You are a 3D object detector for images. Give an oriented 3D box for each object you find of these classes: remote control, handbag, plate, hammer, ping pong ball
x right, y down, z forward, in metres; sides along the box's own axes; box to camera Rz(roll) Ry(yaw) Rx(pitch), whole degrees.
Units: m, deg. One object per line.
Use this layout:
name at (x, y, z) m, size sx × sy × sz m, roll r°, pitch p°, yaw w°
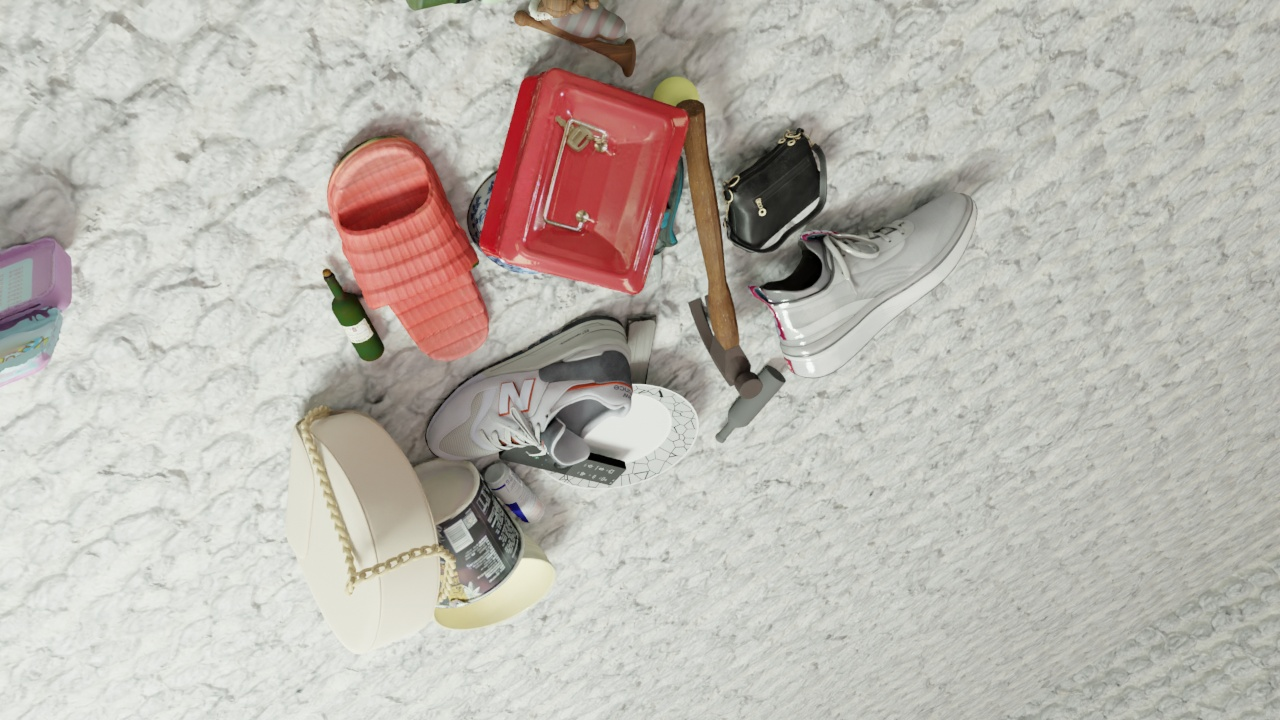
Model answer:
remote control at (-0.086, 0.113, 1.033) m, size 0.150 × 0.013 × 0.035 m, roll 18°, pitch 129°, yaw -31°
handbag at (-0.275, 0.167, 0.875) m, size 0.103 × 0.208 × 0.211 m, roll -15°, pitch 138°, yaw -39°
handbag at (0.127, -0.162, 0.869) m, size 0.128 × 0.054 × 0.079 m, roll -41°, pitch 134°, yaw -16°
plate at (-0.028, 0.084, 1.043) m, size 0.188 × 0.016 × 0.189 m, roll -8°, pitch 138°, yaw -7°
remote control at (-0.006, 0.006, 1.000) m, size 0.033 × 0.013 × 0.137 m, roll -8°, pitch 132°, yaw -18°
hammer at (0.068, -0.098, 0.866) m, size 0.033 × 0.115 × 0.323 m, roll -22°, pitch 136°, yaw -7°
ping pong ball at (0.031, -0.223, 0.787) m, size 0.040 × 0.040 × 0.040 m, roll -14°, pitch 135°, yaw -15°

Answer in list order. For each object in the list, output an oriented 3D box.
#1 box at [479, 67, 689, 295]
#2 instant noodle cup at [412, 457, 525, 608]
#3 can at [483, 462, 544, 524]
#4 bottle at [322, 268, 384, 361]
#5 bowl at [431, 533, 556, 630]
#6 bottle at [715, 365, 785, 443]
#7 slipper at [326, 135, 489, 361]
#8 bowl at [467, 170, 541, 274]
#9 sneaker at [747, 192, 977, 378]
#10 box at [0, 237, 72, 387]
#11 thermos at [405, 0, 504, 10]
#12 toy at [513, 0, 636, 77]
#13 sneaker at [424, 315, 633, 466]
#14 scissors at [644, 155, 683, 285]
box at (-0.051, -0.144, 0.751) m, size 0.134 × 0.110 × 0.157 m, roll 14°, pitch 98°, yaw -23°
instant noodle cup at (-0.205, 0.176, 0.983) m, size 0.137 × 0.137 × 0.112 m, roll -21°, pitch 127°, yaw -8°
can at (-0.145, 0.153, 1.054) m, size 0.032 × 0.032 × 0.095 m, roll -30°, pitch 136°, yaw 2°
bottle at (-0.260, -0.041, 0.822) m, size 0.025 × 0.025 × 0.106 m, roll -22°, pitch 136°, yaw -7°
bowl at (-0.183, 0.248, 1.087) m, size 0.150 × 0.075 × 0.151 m, roll -17°, pitch 142°, yaw -14°
bottle at (0.128, 0.057, 1.102) m, size 0.030 × 0.030 × 0.113 m, roll 19°, pitch 120°, yaw -38°
slipper at (-0.193, -0.078, 0.798) m, size 0.103 × 0.059 × 0.249 m, roll -22°, pitch 137°, yaw -7°
bowl at (-0.093, -0.118, 0.818) m, size 0.114 × 0.045 × 0.114 m, roll -14°, pitch 135°, yaw -15°
sneaker at (0.233, -0.107, 0.969) m, size 0.263 × 0.096 × 0.129 m, roll -40°, pitch 115°, yaw 0°
box at (-0.511, -0.003, 0.643) m, size 0.214 × 0.150 × 0.035 m, roll -23°, pitch 135°, yaw -5°
thermos at (-0.061, -0.304, 0.644) m, size 0.231 × 0.082 × 0.082 m, roll -16°, pitch 135°, yaw -12°
toy at (-0.044, -0.263, 0.713) m, size 0.101 × 0.041 × 0.055 m, roll 12°, pitch 146°, yaw -25°
sneaker at (-0.104, 0.057, 0.918) m, size 0.240 × 0.124 × 0.089 m, roll -34°, pitch 136°, yaw 6°
scissors at (0.015, -0.134, 0.877) m, size 0.123 × 0.019 × 0.148 m, roll 20°, pitch 121°, yaw -39°
